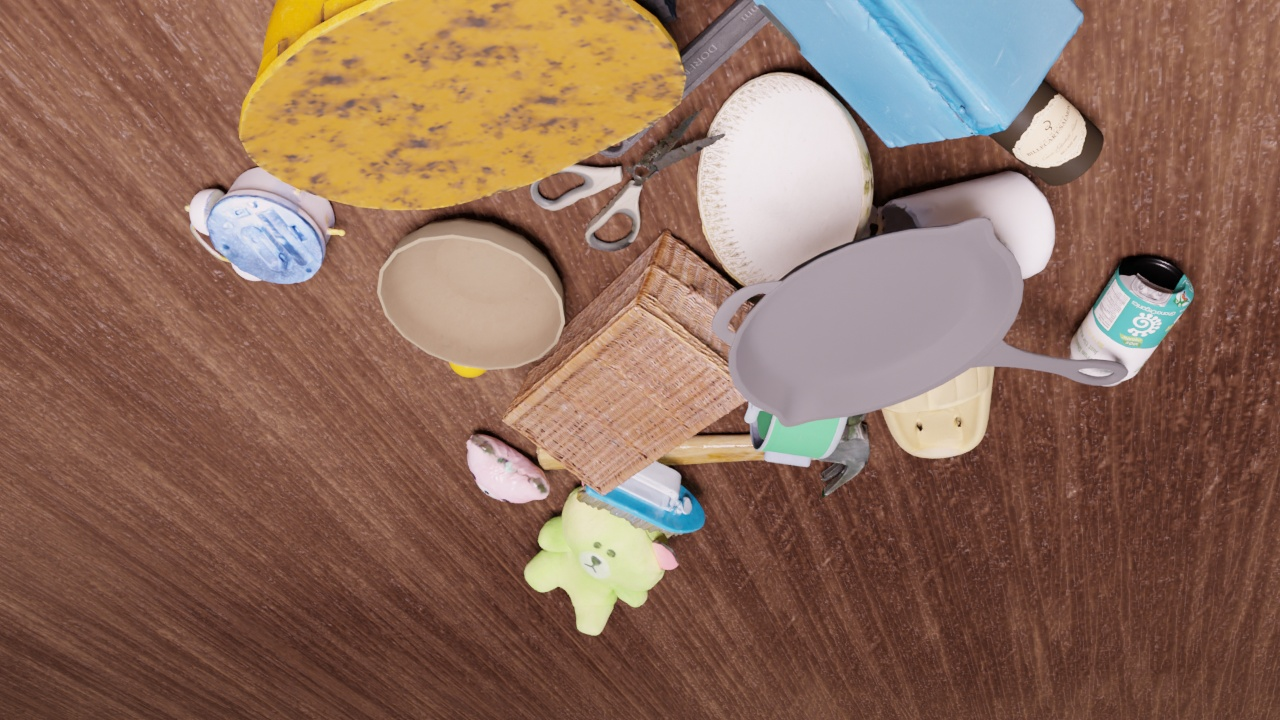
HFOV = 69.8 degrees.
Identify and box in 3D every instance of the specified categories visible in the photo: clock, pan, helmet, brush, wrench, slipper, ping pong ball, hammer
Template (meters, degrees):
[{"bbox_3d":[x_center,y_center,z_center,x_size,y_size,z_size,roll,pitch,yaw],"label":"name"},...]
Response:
[{"bbox_3d":[-0.304,-0.105,0.731,0.125,0.051,0.089,-10,136,19],"label":"clock"},{"bbox_3d":[0.207,-0.016,0.629,0.354,0.024,0.217,8,140,-25],"label":"pan"},{"bbox_3d":[-0.110,-0.196,0.537,0.256,0.131,0.205,-14,165,15],"label":"helmet"},{"bbox_3d":[0.011,0.131,0.903,0.136,0.055,0.076,29,140,-21],"label":"brush"},{"bbox_3d":[0.061,-0.212,0.583,0.073,0.018,0.274,33,134,-27],"label":"wrench"},{"bbox_3d":[0.128,0.002,0.737,0.075,0.121,0.162,8,133,-2],"label":"clock"},{"bbox_3d":[0.246,0.016,0.767,0.111,0.079,0.262,-11,136,15],"label":"slipper"},{"bbox_3d":[-0.154,-0.005,0.830,0.040,0.040,0.040,4,139,4],"label":"ping pong ball"},{"bbox_3d":[0.058,0.090,0.915,0.331,0.033,0.132,-3,139,13],"label":"hammer"}]

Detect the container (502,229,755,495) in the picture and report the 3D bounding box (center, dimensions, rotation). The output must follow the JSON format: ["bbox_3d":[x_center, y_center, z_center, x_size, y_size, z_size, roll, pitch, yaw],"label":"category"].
[{"bbox_3d":[-0.004,0.004,0.751,0.114,0.112,0.199,38,132,-17],"label":"container"}]

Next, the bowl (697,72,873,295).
[{"bbox_3d":[0.110,-0.118,0.622,0.063,0.145,0.146,-12,153,-39],"label":"bowl"}]

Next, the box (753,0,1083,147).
[{"bbox_3d":[0.120,-0.228,0.508,0.231,0.094,0.112,39,170,-20],"label":"box"}]

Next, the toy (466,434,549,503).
[{"bbox_3d":[-0.146,0.120,0.962,0.099,0.052,0.096,36,150,-5],"label":"toy"}]

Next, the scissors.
[{"bbox_3d":[-0.005,-0.128,0.678,0.165,0.012,0.150,1,143,15],"label":"scissors"}]

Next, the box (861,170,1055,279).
[{"bbox_3d":[0.196,-0.096,0.655,0.146,0.136,0.084,-15,134,-11],"label":"box"}]

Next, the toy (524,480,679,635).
[{"bbox_3d":[-0.039,0.209,1.018,0.150,0.107,0.197,41,124,-2],"label":"toy"}]

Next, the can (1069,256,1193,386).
[{"bbox_3d":[0.377,-0.029,0.711,0.055,0.054,0.102,7,139,0],"label":"can"}]

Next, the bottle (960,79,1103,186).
[{"bbox_3d":[0.213,-0.177,0.575,0.184,0.045,0.046,30,134,-21],"label":"bottle"}]

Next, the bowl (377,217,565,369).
[{"bbox_3d":[-0.134,-0.061,0.755,0.152,0.050,0.153,4,139,4],"label":"bowl"}]
